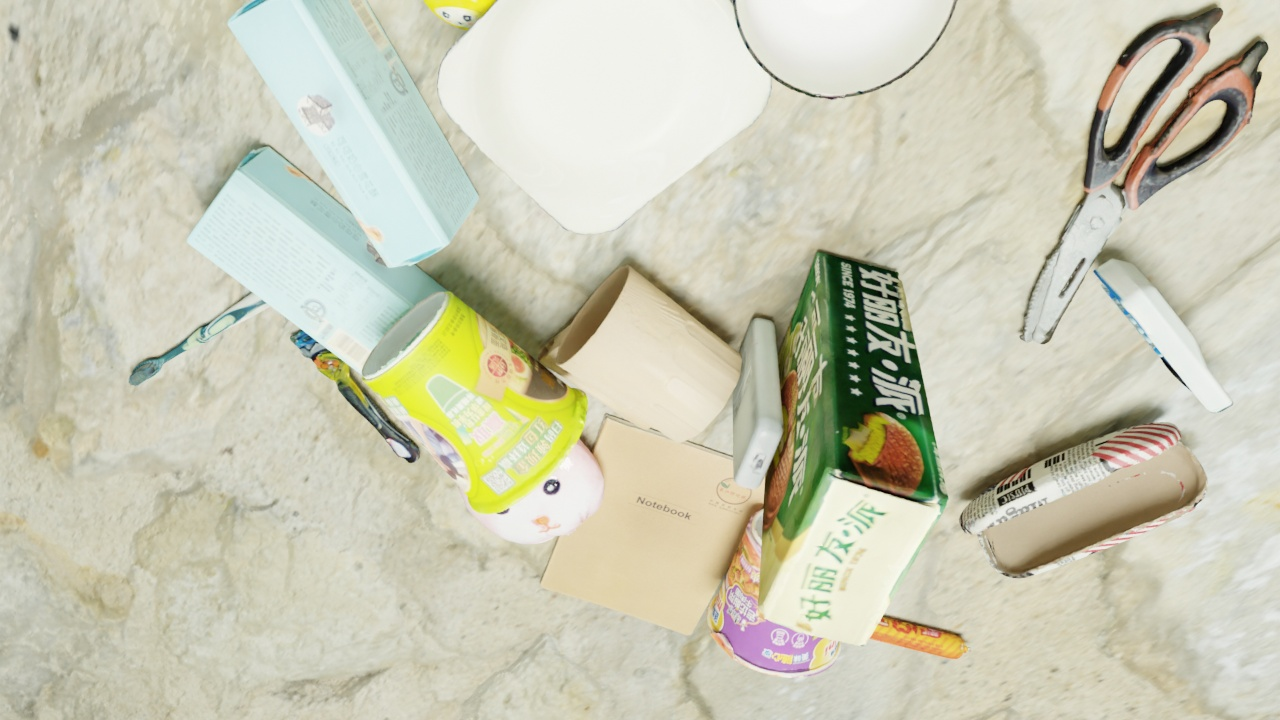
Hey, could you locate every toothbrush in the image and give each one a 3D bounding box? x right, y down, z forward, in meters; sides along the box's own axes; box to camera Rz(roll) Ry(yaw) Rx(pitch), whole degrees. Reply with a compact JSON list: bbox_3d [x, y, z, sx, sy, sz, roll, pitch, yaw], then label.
[{"bbox_3d":[-0.338,-0.021,0.716,0.192,0.018,0.016,-25,116,23],"label":"toothbrush"}]

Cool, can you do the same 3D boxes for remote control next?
[{"bbox_3d":[0.337,-0.016,0.590,0.024,0.049,0.125,-39,119,23],"label":"remote control"},{"bbox_3d":[0.078,0.025,0.613,0.020,0.135,0.056,14,123,-3],"label":"remote control"}]

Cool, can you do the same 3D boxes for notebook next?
[{"bbox_3d":[0.009,0.147,0.780,0.148,0.008,0.208,19,124,-4],"label":"notebook"}]

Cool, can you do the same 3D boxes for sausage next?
[{"bbox_3d":[0.207,0.233,0.798,0.165,0.021,0.021,14,124,-1],"label":"sausage"}]

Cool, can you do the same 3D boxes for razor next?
[{"bbox_3d":[-0.222,0.032,0.731,0.043,0.022,0.143,-21,118,22],"label":"razor"}]

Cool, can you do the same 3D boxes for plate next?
[{"bbox_3d":[-0.020,-0.166,0.540,0.164,0.034,0.163,-35,133,14],"label":"plate"}]

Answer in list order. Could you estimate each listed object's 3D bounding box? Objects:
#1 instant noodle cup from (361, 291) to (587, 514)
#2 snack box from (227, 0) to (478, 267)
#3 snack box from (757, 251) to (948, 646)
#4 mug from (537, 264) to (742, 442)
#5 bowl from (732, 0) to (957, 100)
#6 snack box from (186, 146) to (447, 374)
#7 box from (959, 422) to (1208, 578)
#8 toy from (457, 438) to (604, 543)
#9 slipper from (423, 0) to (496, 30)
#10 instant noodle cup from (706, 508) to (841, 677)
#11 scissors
[{"bbox_3d":[-0.115,0.022,0.613,0.112,0.111,0.123,-31,117,25],"label":"instant noodle cup"},{"bbox_3d":[-0.171,-0.151,0.573,0.052,0.074,0.175,-18,118,20],"label":"snack box"},{"bbox_3d":[0.120,0.040,0.555,0.063,0.239,0.115,15,125,0],"label":"snack box"},{"bbox_3d":[-0.004,0.004,0.654,0.103,0.084,0.125,36,145,-16],"label":"mug"},{"bbox_3d":[0.108,-0.209,0.498,0.116,0.066,0.117,3,123,5],"label":"bowl"},{"bbox_3d":[-0.222,-0.063,0.651,0.175,0.051,0.074,40,118,-18],"label":"snack box"},{"bbox_3d":[0.310,0.092,0.662,0.163,0.076,0.087,-32,133,27],"label":"box"},{"bbox_3d":[-0.101,0.078,0.728,0.121,0.054,0.159,-26,108,22],"label":"toy"},{"bbox_3d":[-0.101,-0.232,0.468,0.092,0.081,0.191,11,156,6],"label":"slipper"},{"bbox_3d":[0.117,0.177,0.730,0.111,0.111,0.099,12,116,0],"label":"instant noodle cup"},{"bbox_3d":[0.306,-0.097,0.572,0.186,0.015,0.209,-17,119,18],"label":"scissors"}]
